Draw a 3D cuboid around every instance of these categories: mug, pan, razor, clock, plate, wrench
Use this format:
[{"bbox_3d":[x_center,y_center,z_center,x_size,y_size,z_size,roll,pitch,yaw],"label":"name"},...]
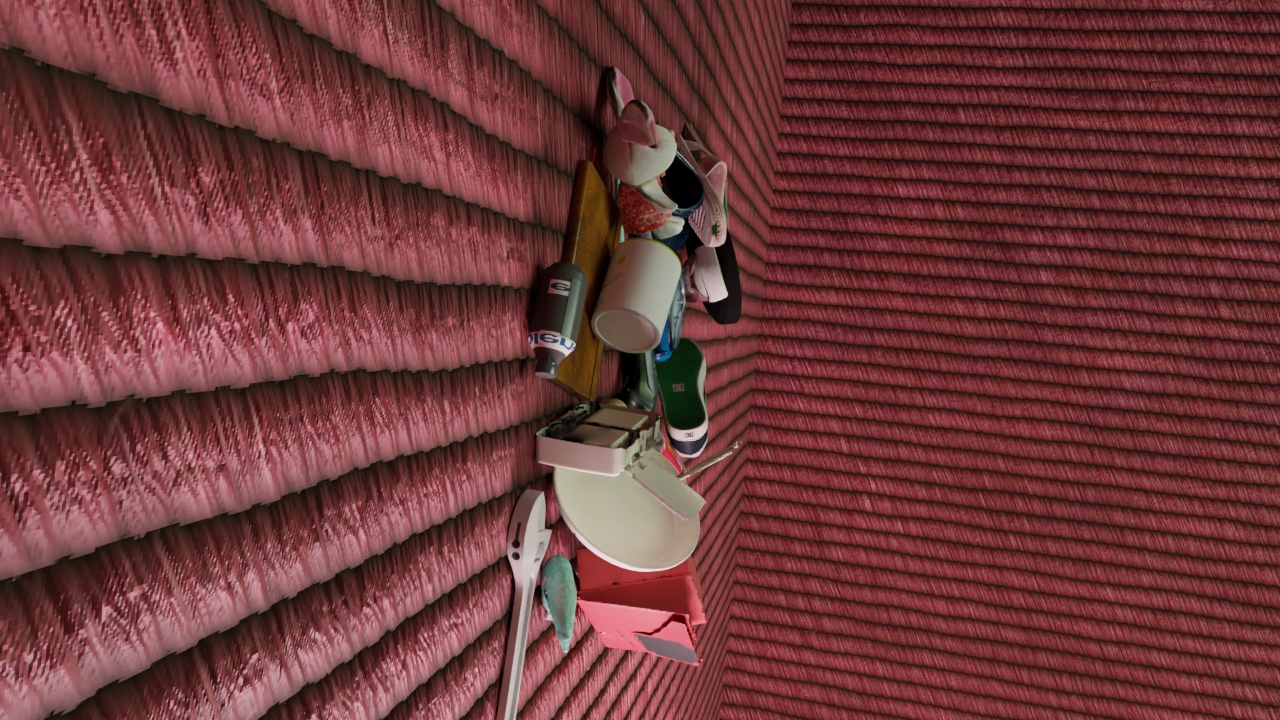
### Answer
[{"bbox_3d":[-0.005,-0.073,1.038,0.083,0.082,0.106,80,22,-52],"label":"mug"},{"bbox_3d":[0.112,-0.153,1.583,0.357,0.034,0.225,110,-36,-77],"label":"pan"},{"bbox_3d":[-0.007,0.007,1.235,0.067,0.054,0.151,-2,92,-60],"label":"razor"},{"bbox_3d":[0.029,-0.063,1.331,0.162,0.060,0.116,80,19,-55],"label":"clock"},{"bbox_3d":[-0.020,0.159,1.014,0.034,0.182,0.181,-53,-172,36],"label":"plate"},{"bbox_3d":[-0.122,0.264,0.900,0.086,0.018,0.273,29,69,-77],"label":"wrench"}]

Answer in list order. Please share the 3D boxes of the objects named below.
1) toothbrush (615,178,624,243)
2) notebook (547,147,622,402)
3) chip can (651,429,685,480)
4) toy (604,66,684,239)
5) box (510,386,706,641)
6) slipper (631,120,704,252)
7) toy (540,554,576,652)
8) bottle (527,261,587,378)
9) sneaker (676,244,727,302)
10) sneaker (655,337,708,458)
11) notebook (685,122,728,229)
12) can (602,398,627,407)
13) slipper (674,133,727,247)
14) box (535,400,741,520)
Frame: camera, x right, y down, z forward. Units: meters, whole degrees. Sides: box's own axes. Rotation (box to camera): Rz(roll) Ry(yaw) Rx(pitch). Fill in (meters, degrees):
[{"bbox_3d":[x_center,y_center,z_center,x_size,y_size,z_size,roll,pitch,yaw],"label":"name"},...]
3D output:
[{"bbox_3d":[-0.026,-0.175,1.122,0.016,0.016,0.181,-79,169,-63],"label":"toothbrush"},{"bbox_3d":[-0.057,-0.086,1.025,0.178,0.014,0.249,46,51,-73],"label":"notebook"},{"bbox_3d":[0.019,0.148,1.356,0.220,0.069,0.069,61,37,-69],"label":"chip can"},{"bbox_3d":[0.003,-0.219,1.028,0.159,0.084,0.194,-114,-174,-55],"label":"toy"},{"bbox_3d":[-0.036,0.195,1.173,0.214,0.153,0.325,73,-7,-58],"label":"box"},{"bbox_3d":[0.033,-0.215,1.199,0.253,0.095,0.105,63,32,-63],"label":"slipper"},{"bbox_3d":[-0.087,0.246,0.953,0.105,0.033,0.085,-151,-117,-74],"label":"toy"},{"bbox_3d":[-0.080,-0.038,0.870,0.047,0.047,0.112,61,37,-69],"label":"bottle"},{"bbox_3d":[0.074,-0.123,1.441,0.241,0.088,0.118,163,-88,-84],"label":"sneaker"},{"bbox_3d":[0.065,0.056,1.422,0.234,0.084,0.079,-93,176,-51],"label":"sneaker"},{"bbox_3d":[0.115,-0.245,1.538,0.253,0.010,0.181,82,-10,-48],"label":"notebook"},{"bbox_3d":[-0.041,0.072,1.119,0.079,0.038,0.038,-37,132,-73],"label":"can"},{"bbox_3d":[0.092,-0.245,1.315,0.239,0.064,0.094,-111,-164,-48],"label":"slipper"},{"bbox_3d":[0.000,0.104,0.959,0.143,0.191,0.069,-31,127,-66],"label":"box"}]
